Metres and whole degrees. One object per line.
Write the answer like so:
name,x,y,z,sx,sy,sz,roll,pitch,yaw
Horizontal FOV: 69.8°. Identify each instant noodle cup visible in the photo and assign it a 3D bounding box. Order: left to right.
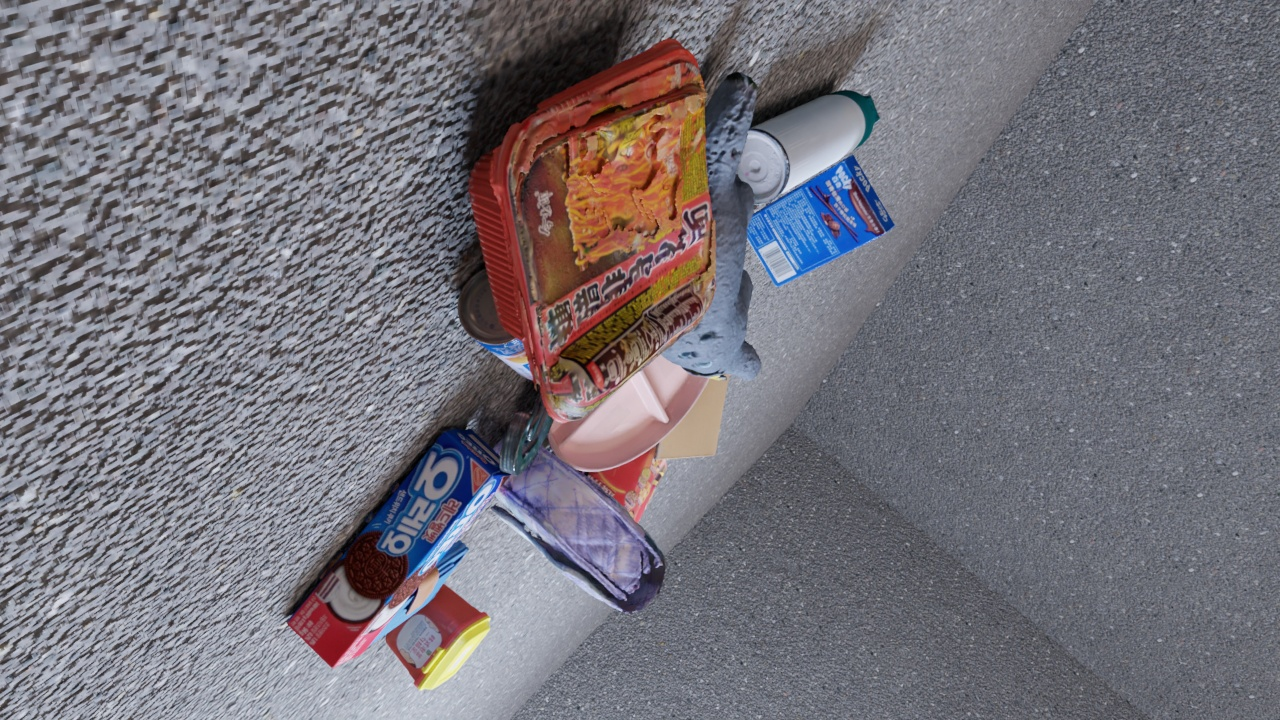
instant noodle cup,-0.028,-0.079,0.537,0.164,0.079,0.189,-38,136,-37
instant noodle cup,-0.044,0.131,1.037,0.108,0.138,0.138,-53,169,-25

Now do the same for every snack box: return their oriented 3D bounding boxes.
snack box,-0.195,0.150,0.747,0.207,0.058,0.057,-50,169,2
snack box,-0.224,0.298,1.000,0.091,0.080,0.082,-52,167,11
snack box,0.182,-0.144,0.969,0.026,0.084,0.158,-37,-173,-40

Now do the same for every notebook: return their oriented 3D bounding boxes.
notebook,0.071,0.010,1.057,0.147,0.008,0.207,5,96,-60

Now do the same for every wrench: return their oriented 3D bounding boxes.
wrench,-0.042,-0.024,0.662,0.056,0.016,0.272,101,10,-48

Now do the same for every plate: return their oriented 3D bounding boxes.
plate,-0.005,0.005,0.881,0.228,0.028,0.230,-29,139,-30

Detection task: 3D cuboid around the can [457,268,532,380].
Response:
can,-0.083,-0.022,0.647,0.053,0.053,0.134,-49,166,-4

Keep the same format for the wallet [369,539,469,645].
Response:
wallet,-0.233,0.230,0.888,0.107,0.040,0.132,-53,167,31

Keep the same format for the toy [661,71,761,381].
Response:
toy,0.054,-0.072,0.773,0.137,0.091,0.357,-36,146,-22

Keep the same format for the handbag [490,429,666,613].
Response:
handbag,-0.070,0.137,0.807,0.075,0.134,0.194,-47,-155,-12

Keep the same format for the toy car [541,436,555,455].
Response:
toy car,-0.087,0.082,0.948,0.090,0.035,0.042,-33,157,-56

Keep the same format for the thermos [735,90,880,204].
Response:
thermos,0.158,-0.211,0.881,0.223,0.073,0.073,-35,160,-47

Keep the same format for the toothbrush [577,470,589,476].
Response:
toothbrush,-0.057,0.103,0.972,0.018,0.014,0.188,130,-22,-55
